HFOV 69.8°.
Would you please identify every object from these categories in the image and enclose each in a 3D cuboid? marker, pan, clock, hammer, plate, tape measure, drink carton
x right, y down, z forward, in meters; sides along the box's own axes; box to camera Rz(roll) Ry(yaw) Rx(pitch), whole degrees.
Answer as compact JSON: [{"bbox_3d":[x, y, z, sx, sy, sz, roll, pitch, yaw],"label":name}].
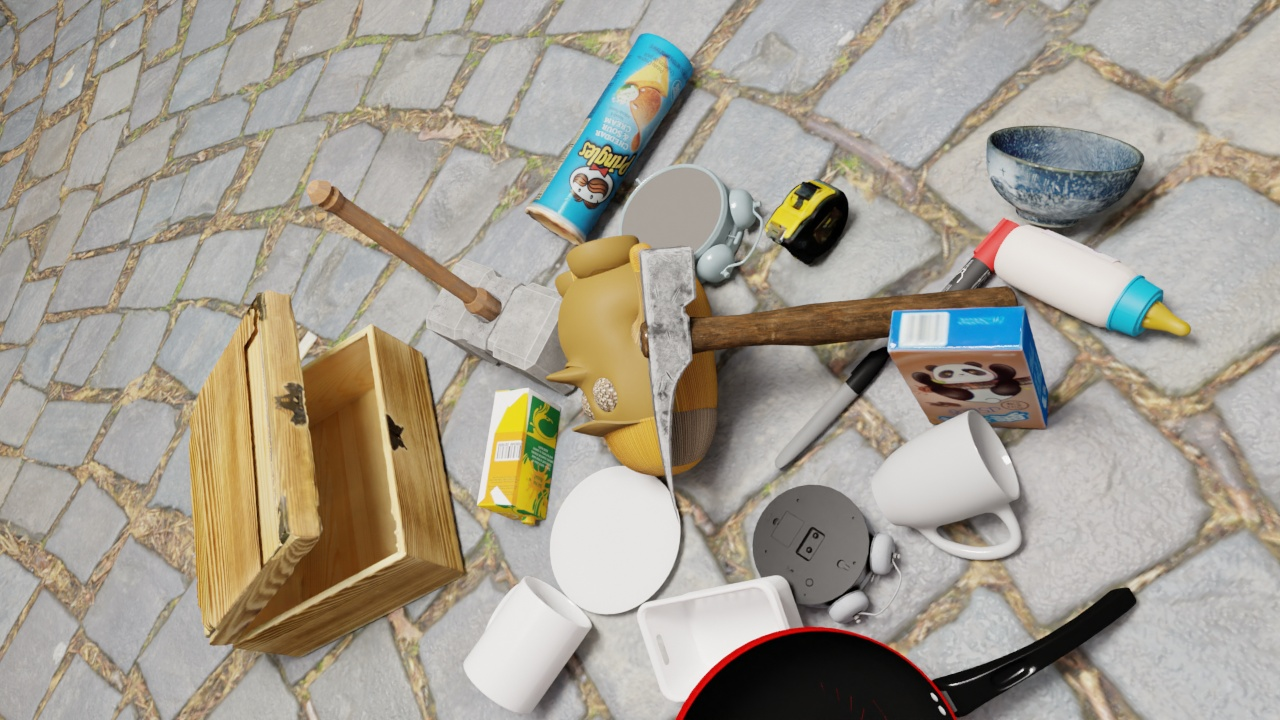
[{"bbox_3d":[0.162,0.040,0.783,0.139,0.016,0.022,-47,23,5],"label":"marker"},{"bbox_3d":[0.179,0.249,0.624,0.356,0.067,0.209,-29,87,-9],"label":"pan"},{"bbox_3d":[0.048,-0.131,0.907,0.159,0.045,0.122,18,79,36],"label":"clock"},{"bbox_3d":[0.152,0.008,0.734,0.300,0.037,0.218,-6,100,-3],"label":"hammer"},{"bbox_3d":[-0.023,0.163,0.836,0.135,0.011,0.134,-12,63,25],"label":"plate"},{"bbox_3d":[-0.186,-0.079,0.849,0.163,0.317,0.083,21,80,35],"label":"hammer"},{"bbox_3d":[0.261,-0.056,0.763,0.145,0.021,0.023,-48,61,3],"label":"marker"},{"bbox_3d":[0.153,-0.126,0.826,0.042,0.071,0.072,34,94,40],"label":"tape measure"},{"bbox_3d":[-0.117,0.095,0.892,0.041,0.058,0.122,-6,66,28],"label":"drink carton"},{"bbox_3d":[0.148,0.154,0.726,0.123,0.035,0.094,30,86,35],"label":"clock"}]

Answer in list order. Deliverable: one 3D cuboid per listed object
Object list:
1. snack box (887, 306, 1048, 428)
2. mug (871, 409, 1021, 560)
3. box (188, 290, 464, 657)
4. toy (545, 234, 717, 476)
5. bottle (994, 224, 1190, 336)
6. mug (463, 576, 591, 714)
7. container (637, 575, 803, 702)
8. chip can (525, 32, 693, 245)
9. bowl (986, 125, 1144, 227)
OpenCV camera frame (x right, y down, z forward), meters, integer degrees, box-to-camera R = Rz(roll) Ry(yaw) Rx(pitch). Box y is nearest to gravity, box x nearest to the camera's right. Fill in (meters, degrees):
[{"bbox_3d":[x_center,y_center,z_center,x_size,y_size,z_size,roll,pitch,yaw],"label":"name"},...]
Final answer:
[{"bbox_3d":[0.241,0.008,0.665,0.087,0.151,0.034,1,67,30],"label":"snack box"},{"bbox_3d":[0.232,0.104,0.687,0.090,0.071,0.107,-32,84,31],"label":"mug"},{"bbox_3d":[-0.361,0.123,0.932,0.258,0.215,0.278,-30,58,18],"label":"box"},{"bbox_3d":[-0.005,0.005,0.812,0.162,0.199,0.203,-12,81,-16],"label":"toy"},{"bbox_3d":[0.344,-0.055,0.696,0.146,0.051,0.051,37,89,36],"label":"bottle"},{"bbox_3d":[-0.106,0.243,0.819,0.090,0.073,0.110,-55,28,-2],"label":"mug"},{"bbox_3d":[0.069,0.212,0.713,0.129,0.049,0.080,-21,85,34],"label":"container"},{"bbox_3d":[-0.032,-0.235,0.982,0.080,0.080,0.229,29,84,36],"label":"chip can"},{"bbox_3d":[0.329,-0.142,0.729,0.114,0.061,0.114,1,32,-1],"label":"bowl"}]
